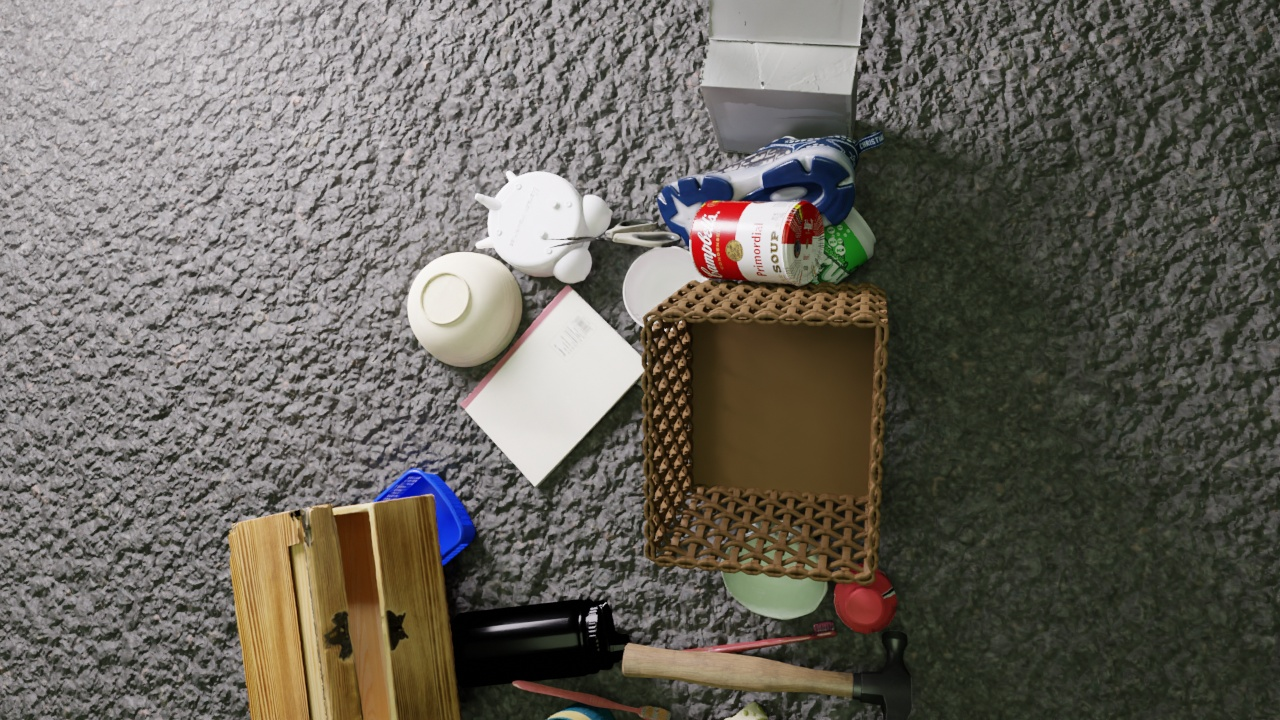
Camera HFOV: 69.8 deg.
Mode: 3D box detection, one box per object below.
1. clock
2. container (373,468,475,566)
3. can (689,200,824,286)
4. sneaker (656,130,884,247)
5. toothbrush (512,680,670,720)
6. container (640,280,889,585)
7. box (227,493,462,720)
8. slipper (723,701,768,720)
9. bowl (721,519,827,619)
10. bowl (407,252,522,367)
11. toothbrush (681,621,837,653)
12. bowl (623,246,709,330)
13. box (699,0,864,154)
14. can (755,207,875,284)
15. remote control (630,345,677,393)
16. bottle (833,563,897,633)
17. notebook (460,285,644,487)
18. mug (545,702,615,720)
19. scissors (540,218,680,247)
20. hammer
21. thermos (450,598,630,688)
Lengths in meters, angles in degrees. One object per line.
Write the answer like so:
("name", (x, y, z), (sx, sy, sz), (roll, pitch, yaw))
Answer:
("clock", (-0.125, -0.171, 1.149), (0.161, 0.073, 0.125), (22, 87, 16))
("container", (-0.265, 0.199, 1.134), (0.096, 0.058, 0.114), (-41, 75, 5))
("can", (0.124, -0.127, 0.976), (0.117, 0.086, 0.086), (8, 83, 37))
("sneaker", (0.145, -0.206, 1.062), (0.270, 0.103, 0.132), (-5, 34, 43))
("toothbrush", (-0.055, 0.386, 1.042), (0.184, 0.016, 0.015), (15, 62, -6))
("container", (0.134, 0.058, 0.939), (0.220, 0.213, 0.252), (2, 104, 14))
("box", (-0.352, 0.303, 1.045), (0.246, 0.167, 0.279), (-14, 84, 38))
("slipper", (0.116, 0.421, 1.004), (0.190, 0.092, 0.081), (11, 45, 6))
("bowl", (0.152, 0.222, 1.017), (0.117, 0.061, 0.118), (9, 120, 15))
("bowl", (-0.233, -0.071, 1.160), (0.151, 0.075, 0.150), (-2, 82, 13))
("toothbrush", (0.127, 0.320, 1.042), (0.190, 0.016, 0.016), (-14, 62, 12))
("bowl", (0.034, -0.081, 1.107), (0.105, 0.054, 0.104), (-2, 80, 11))
("box", (0.144, -0.384, 0.930), (0.166, 0.479, 0.118), (8, 57, 14))
("can", (0.193, -0.117, 1.056), (0.140, 0.087, 0.088), (-39, 75, 5))
("remote control", (-0.007, 0.007, 1.126), (0.124, 0.009, 0.046), (26, 88, 16))
("bottle", (0.231, 0.245, 0.944), (0.062, 0.176, 0.062), (-2, 81, 13))
("notebook", (-0.109, 0.031, 1.140), (0.153, 0.012, 0.209), (45, 98, 16))
("mug", (-0.079, 0.446, 1.026), (0.083, 0.107, 0.113), (15, 85, 13))
("scissors", (-0.028, -0.146, 1.089), (0.154, 0.162, 0.013), (15, 117, 24))
("hammer", (0.132, 0.344, 0.987), (0.306, 0.040, 0.132), (3, 53, 9))
("thermos", (-0.113, 0.325, 1.063), (0.199, 0.086, 0.086), (-10, 79, 12))
